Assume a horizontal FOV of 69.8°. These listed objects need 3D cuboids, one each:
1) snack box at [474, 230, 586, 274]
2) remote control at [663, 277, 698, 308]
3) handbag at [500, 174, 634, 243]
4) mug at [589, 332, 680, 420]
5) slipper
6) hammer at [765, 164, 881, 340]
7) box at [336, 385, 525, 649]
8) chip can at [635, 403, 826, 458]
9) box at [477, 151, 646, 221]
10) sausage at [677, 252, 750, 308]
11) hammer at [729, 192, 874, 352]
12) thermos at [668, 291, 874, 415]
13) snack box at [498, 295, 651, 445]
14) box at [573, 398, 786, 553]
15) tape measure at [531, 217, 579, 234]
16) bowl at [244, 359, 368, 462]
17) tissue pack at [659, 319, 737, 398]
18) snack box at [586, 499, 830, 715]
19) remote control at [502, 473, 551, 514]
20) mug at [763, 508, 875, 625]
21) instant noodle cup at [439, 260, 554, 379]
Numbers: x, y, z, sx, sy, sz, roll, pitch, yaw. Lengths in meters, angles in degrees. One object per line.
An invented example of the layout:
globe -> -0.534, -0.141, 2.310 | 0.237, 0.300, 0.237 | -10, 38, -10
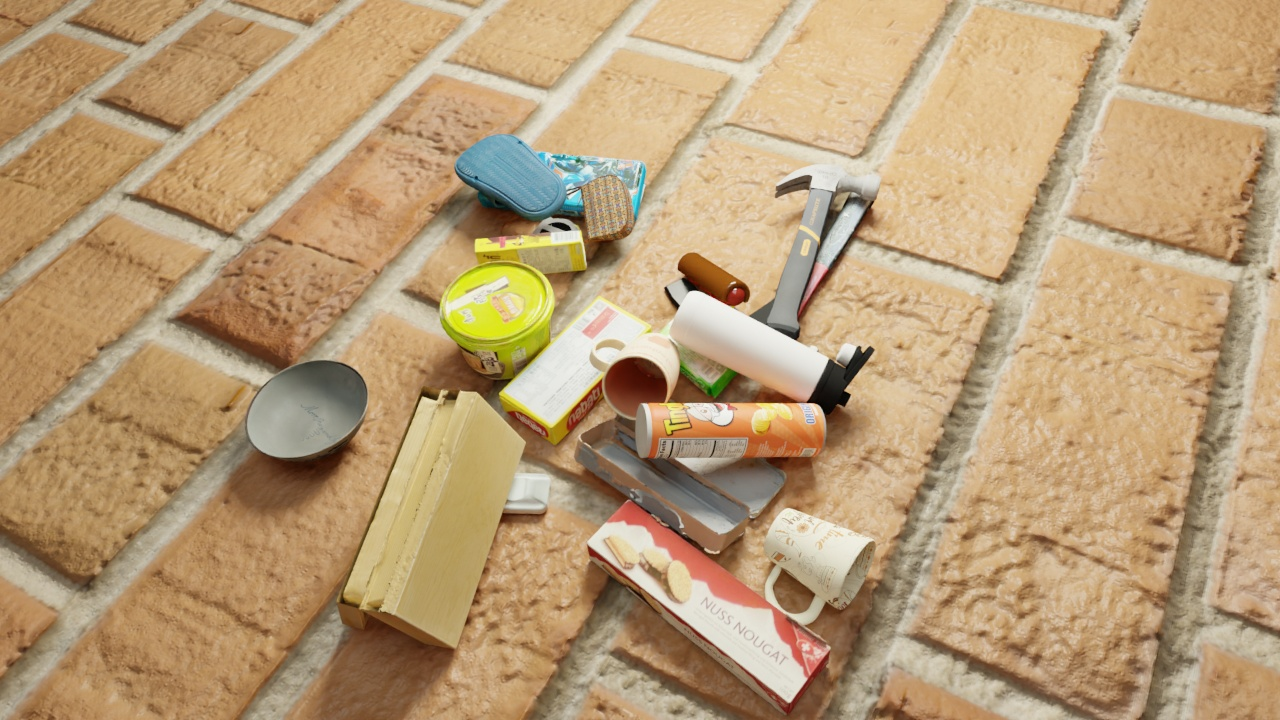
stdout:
snack box -> -0.153, -0.148, 1.288 | 0.149, 0.061, 0.025 | -5, 55, 1
remote control -> 0.078, -0.067, 1.237 | 0.039, 0.010, 0.124 | -28, 56, -15
handbag -> -0.106, -0.201, 1.318 | 0.196, 0.043, 0.093 | -12, 75, 11
mug -> -0.007, 0.006, 1.108 | 0.111, 0.085, 0.104 | 25, 27, 5
slipper -> -0.183, -0.264, 1.332 | 0.214, 0.059, 0.103 | 36, 78, 31
hammer -> 0.228, -0.150, 1.231 | 0.139, 0.035, 0.311 | 13, 55, 13
box -> -0.235, 0.165, 0.992 | 0.148, 0.141, 0.248 | 7, 60, 15
chip can -> 0.103, 0.080, 1.056 | 0.210, 0.062, 0.062 | 1, 51, -12
box -> -0.116, -0.259, 1.386 | 0.243, 0.066, 0.090 | 8, 75, 11
sausage -> 0.096, -0.107, 1.217 | 0.040, 0.040, 0.155 | -23, 29, -13
hammer -> 0.236, -0.131, 1.257 | 0.140, 0.036, 0.325 | 24, 58, 20
thermos -> 0.157, -0.021, 1.115 | 0.230, 0.068, 0.101 | 27, 91, 7
snack box -> -0.079, 0.010, 1.172 | 0.092, 0.042, 0.200 | 30, 61, 24
box -> 0.046, 0.122, 1.072 | 0.216, 0.063, 0.156 | 30, 53, 26
tape measure -> -0.125, -0.181, 1.339 | 0.065, 0.017, 0.064 | 23, 58, 21
bowl -> -0.407, 0.073, 1.144 | 0.151, 0.057, 0.150 | -2, 52, 3
tissue pack -> 0.084, -0.020, 1.175 | 0.114, 0.034, 0.099 | 40, 70, 20
snack box -> 0.066, 0.252, 0.969 | 0.273, 0.044, 0.076 | 33, 62, 27
remote control -> -0.173, 0.154, 1.081 | 0.133, 0.022, 0.050 | 0, 52, 6
mug -> 0.178, 0.223, 0.977 | 0.097, 0.081, 0.122 | 25, 85, 31
instant noodle cup -> -0.180, -0.048, 1.191 | 0.146, 0.098, 0.146 | -2, 53, 3
